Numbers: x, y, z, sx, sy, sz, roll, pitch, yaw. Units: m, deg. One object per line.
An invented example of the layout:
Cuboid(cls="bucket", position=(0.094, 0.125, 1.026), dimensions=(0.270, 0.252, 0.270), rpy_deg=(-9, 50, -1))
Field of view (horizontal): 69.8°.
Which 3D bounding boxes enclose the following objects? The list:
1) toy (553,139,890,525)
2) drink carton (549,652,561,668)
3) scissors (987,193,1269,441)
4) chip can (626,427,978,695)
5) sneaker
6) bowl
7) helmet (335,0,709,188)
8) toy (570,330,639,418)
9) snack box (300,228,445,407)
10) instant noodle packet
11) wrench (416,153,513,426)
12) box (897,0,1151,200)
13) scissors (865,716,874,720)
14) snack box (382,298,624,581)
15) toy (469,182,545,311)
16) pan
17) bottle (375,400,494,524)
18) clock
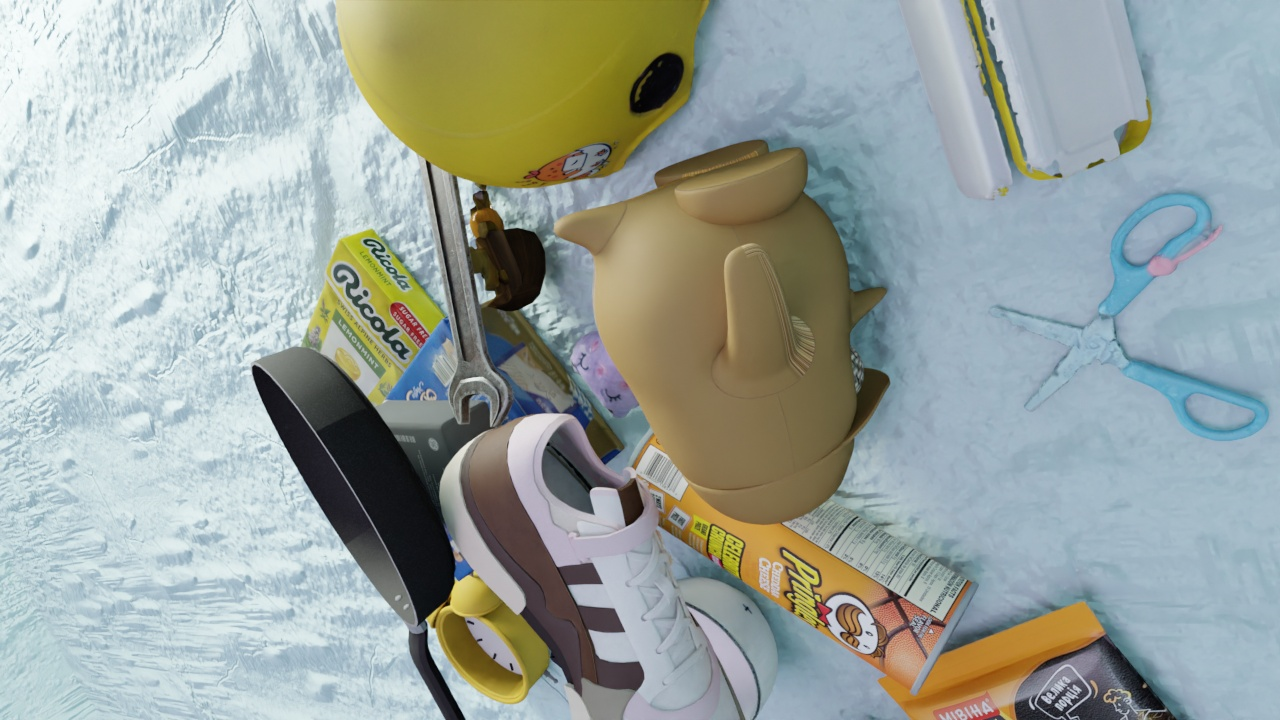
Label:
Cuboid(cls="toy", position=(0.062, -0.007, 0.502), dimensions=(0.162, 0.198, 0.203), rpy_deg=(-19, 108, -2))
Cuboid(cls="drink carton", position=(-0.014, 0.258, 0.768), dimensions=(0.130, 0.040, 0.064), rpy_deg=(32, 129, 23))
Cuboid(cls="scissors", position=(0.241, -0.009, 0.439), dimensions=(0.135, 0.015, 0.135), rpy_deg=(42, 138, 17))
Cuboid(cls="chip can", position=(0.094, 0.115, 0.579), dimensions=(0.215, 0.075, 0.075), rpy_deg=(29, 128, 25))
Cuboid(cls="sneaker", position=(0.000, 0.153, 0.565), dimensions=(0.117, 0.111, 0.294), rpy_deg=(-38, 83, 44))
Cuboid(cls="bowl", position=(0.052, 0.206, 0.670), dimensions=(0.113, 0.063, 0.114), rpy_deg=(19, 123, 32))
Cuboid(cls="helmet", position=(-0.079, -0.202, 0.508), dimensions=(0.209, 0.139, 0.241), rpy_deg=(50, 134, 7))
Cuboid(cls="toy", position=(-0.004, 0.004, 0.627), dimensions=(0.080, 0.036, 0.100), rpy_deg=(53, 133, 5))
Cuboid(cls="snack box", position=(-0.241, -0.013, 0.808), dimensions=(0.121, 0.045, 0.181), rpy_deg=(50, 134, 8))
Cuboid(cls="instant noodle packet", position=(0.266, 0.256, 0.541), dimensions=(0.221, 0.032, 0.160), rpy_deg=(51, 134, 6))
Cuboid(cls="wrench", position=(-0.131, -0.085, 0.632), dimensions=(0.070, 0.010, 0.273), rpy_deg=(-20, 77, 33))
Cuboid(cls="box", position=(0.156, -0.181, 0.400), dimensions=(0.080, 0.079, 0.209), rpy_deg=(-20, 101, 9))
Cuboid(cls="scissors", position=(0.212, 0.317, 0.632), dimensions=(0.170, 0.028, 0.139), rpy_deg=(52, 136, 12))
Cuboid(cls="snack box", position=(-0.129, 0.068, 0.742), dimensions=(0.155, 0.069, 0.203), rpy_deg=(51, 134, 6))
Cuboid(cls="toy", position=(-0.103, -0.084, 0.652), dimensions=(0.100, 0.062, 0.076), rpy_deg=(67, 158, 14))
Cuboid(cls="pan", position=(-0.169, 0.148, 0.645), dimensions=(0.204, 0.044, 0.356), rpy_deg=(17, 132, 53))
Cuboid(cls="bottle", position=(-0.179, 0.075, 0.704), dimensions=(0.174, 0.046, 0.084), rpy_deg=(0, 111, 40))
Cuboid(cls="clock", position=(-0.148, 0.257, 0.873), dimensions=(0.114, 0.051, 0.152), rpy_deg=(-28, 98, 44))
